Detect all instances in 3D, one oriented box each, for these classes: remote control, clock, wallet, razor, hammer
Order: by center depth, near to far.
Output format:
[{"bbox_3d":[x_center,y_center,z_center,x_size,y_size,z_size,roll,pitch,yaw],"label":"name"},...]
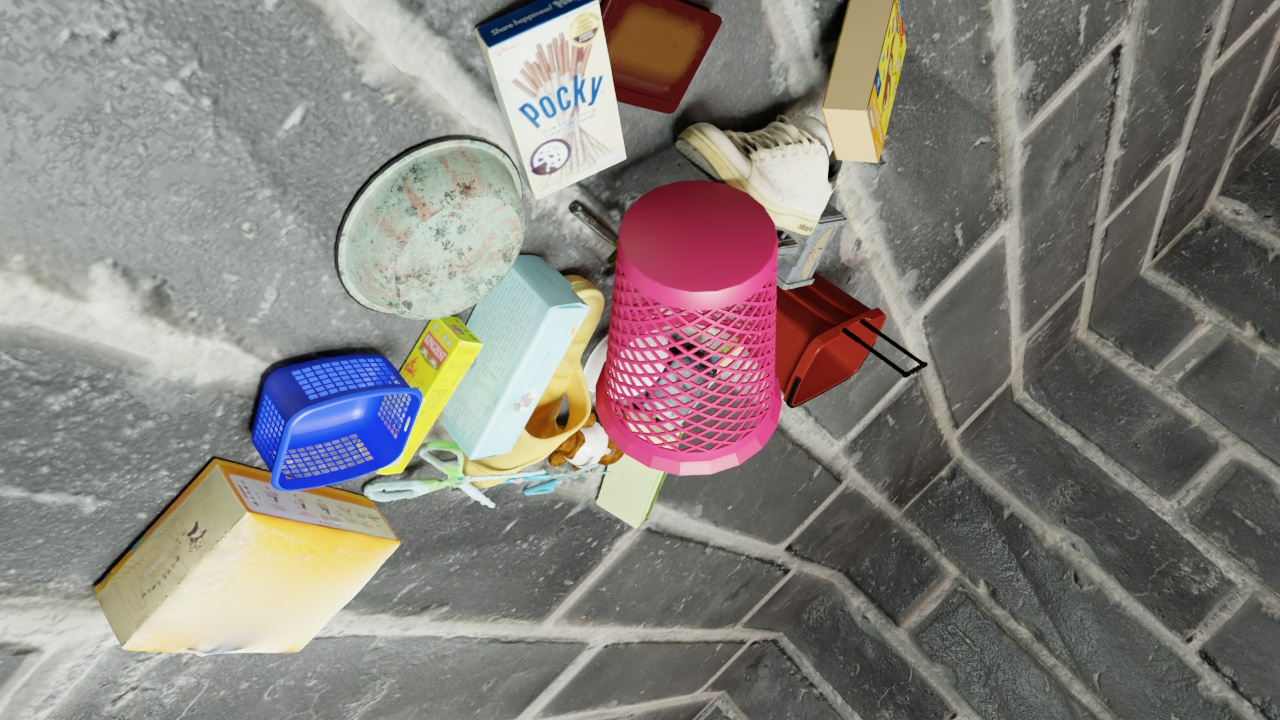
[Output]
[{"bbox_3d":[0.004,-0.237,0.696,0.115,0.018,0.092,-6,135,-48],"label":"wallet"},{"bbox_3d":[-0.032,-0.113,0.815,0.042,0.026,0.106,-46,149,8],"label":"razor"},{"bbox_3d":[0.088,-0.107,0.968,0.321,0.044,0.099,-15,141,-40],"label":"hammer"},{"bbox_3d":[0.048,0.027,1.057,0.090,0.052,0.129,-52,180,24],"label":"clock"},{"bbox_3d":[0.100,-0.009,1.116,0.125,0.038,0.018,-46,131,2],"label":"remote control"}]

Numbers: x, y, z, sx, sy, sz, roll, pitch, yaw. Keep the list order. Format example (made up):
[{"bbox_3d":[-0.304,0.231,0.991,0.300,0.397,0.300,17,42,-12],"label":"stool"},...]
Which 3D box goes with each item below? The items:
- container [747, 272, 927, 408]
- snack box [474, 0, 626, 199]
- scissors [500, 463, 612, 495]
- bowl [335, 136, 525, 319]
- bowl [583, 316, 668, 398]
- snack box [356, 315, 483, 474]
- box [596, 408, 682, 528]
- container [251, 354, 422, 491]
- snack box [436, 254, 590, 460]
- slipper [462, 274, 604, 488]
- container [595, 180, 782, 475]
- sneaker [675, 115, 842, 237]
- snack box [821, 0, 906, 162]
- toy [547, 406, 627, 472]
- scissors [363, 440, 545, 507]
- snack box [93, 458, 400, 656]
[{"bbox_3d":[0.239,-0.008,1.129,0.147,0.201,0.127,-23,146,-35],"label":"container"},{"bbox_3d":[-0.059,-0.187,0.656,0.082,0.026,0.150,-27,150,-8],"label":"snack box"},{"bbox_3d":[-0.100,0.135,1.022,0.136,0.015,0.126,1,158,-7],"label":"scissors"},{"bbox_3d":[-0.144,-0.086,0.680,0.157,0.038,0.158,-33,150,-21],"label":"bowl"},{"bbox_3d":[-0.006,0.006,0.991,0.109,0.040,0.110,-33,150,-21],"label":"bowl"},{"bbox_3d":[-0.189,0.030,0.779,0.028,0.040,0.148,5,125,-56],"label":"snack box"},{"bbox_3d":[0.004,0.132,1.148,0.089,0.077,0.188,-23,147,-36],"label":"box"},{"bbox_3d":[-0.238,0.043,0.711,0.114,0.058,0.096,-11,138,-47],"label":"container"},{"bbox_3d":[-0.117,-0.001,0.795,0.053,0.075,0.175,-5,133,-49],"label":"snack box"},{"bbox_3d":[-0.093,0.039,0.883,0.099,0.078,0.264,-16,142,-46],"label":"slipper"},{"bbox_3d":[0.046,-0.034,0.818,0.182,0.183,0.226,-33,149,-21],"label":"container"},{"bbox_3d":[0.127,-0.186,0.853,0.102,0.089,0.241,-52,153,17],"label":"sneaker"},{"bbox_3d":[0.207,-0.261,0.842,0.088,0.040,0.125,42,61,-63],"label":"snack box"},{"bbox_3d":[-0.059,0.089,1.020,0.112,0.067,0.087,18,115,-50],"label":"toy"},{"bbox_3d":[-0.179,0.113,0.872,0.168,0.023,0.171,-21,148,3],"label":"scissors"},{"bbox_3d":[-0.315,0.177,0.768,0.145,0.080,0.195,-46,153,3],"label":"snack box"}]
